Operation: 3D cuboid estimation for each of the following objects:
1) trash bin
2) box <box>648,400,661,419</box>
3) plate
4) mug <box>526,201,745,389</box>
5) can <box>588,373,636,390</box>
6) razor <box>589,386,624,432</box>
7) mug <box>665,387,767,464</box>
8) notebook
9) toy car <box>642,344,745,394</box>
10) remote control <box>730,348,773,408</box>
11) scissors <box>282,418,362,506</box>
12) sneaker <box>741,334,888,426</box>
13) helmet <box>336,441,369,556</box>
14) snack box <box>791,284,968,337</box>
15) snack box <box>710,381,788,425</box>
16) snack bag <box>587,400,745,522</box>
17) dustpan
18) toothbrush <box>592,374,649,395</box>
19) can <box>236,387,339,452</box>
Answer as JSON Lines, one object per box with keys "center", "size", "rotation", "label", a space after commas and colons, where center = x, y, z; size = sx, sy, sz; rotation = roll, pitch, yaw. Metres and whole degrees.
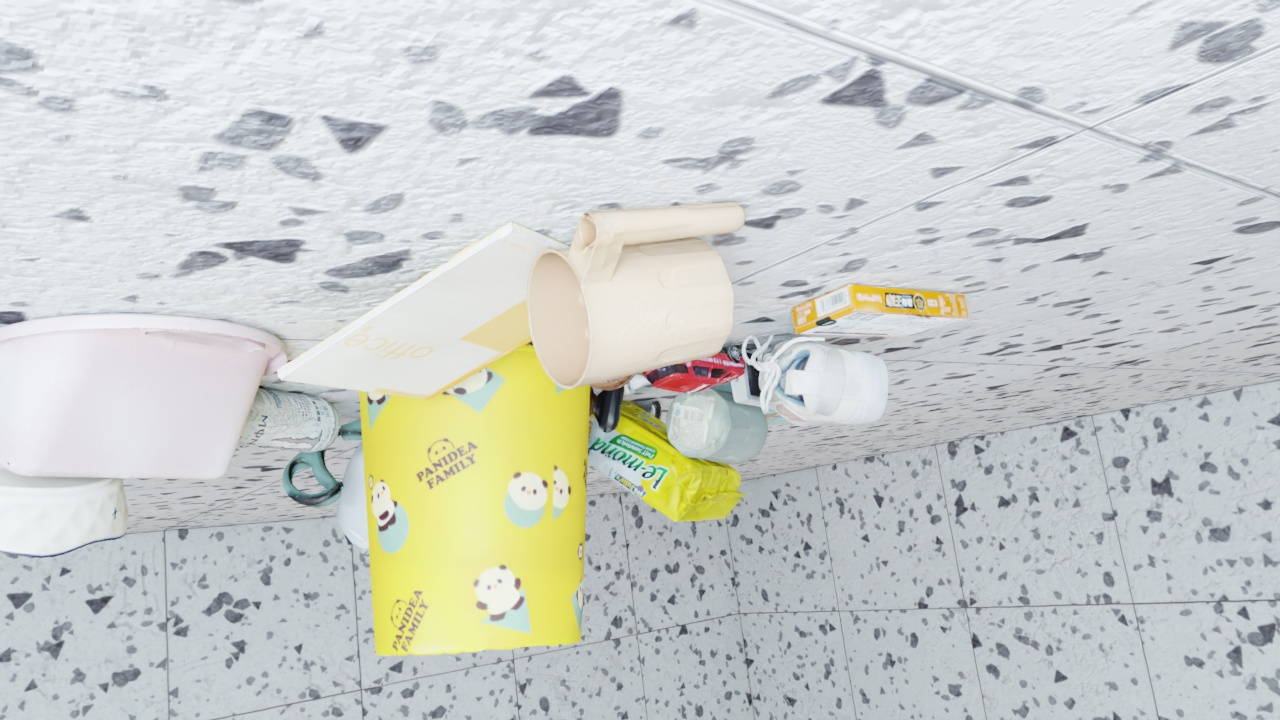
{"center": [-0.151, 0.135, 0.854], "size": [0.229, 0.255, 0.230], "rotation": [-3, 165, -1], "label": "trash bin"}
{"center": [-0.018, 0.093, 1.296], "size": [0.087, 0.076, 0.163], "rotation": [14, 171, -1], "label": "box"}
{"center": [-0.470, 0.082, 0.648], "size": [0.205, 0.045, 0.205], "rotation": [17, 180, 0], "label": "plate"}
{"center": [-0.001, -0.045, 0.553], "size": [0.103, 0.084, 0.125], "rotation": [-11, 145, -30], "label": "mug"}
{"center": [-0.036, -0.012, 0.736], "size": [0.058, 0.058, 0.116], "rotation": [-9, 168, 7], "label": "can"}
{"center": [-0.096, 0.051, 1.012], "size": [0.168, 0.062, 0.067], "rotation": [-1, 154, 21], "label": "razor"}
{"center": [0.092, 0.054, 1.027], "size": [0.084, 0.124, 0.103], "rotation": [22, -176, 30], "label": "mug"}
{"center": [-0.122, -0.024, 0.625], "size": [0.207, 0.010, 0.145], "rotation": [-27, 159, 24], "label": "notebook"}
{"center": [0.054, 0.008, 0.911], "size": [0.120, 0.045, 0.053], "rotation": [4, 158, -41], "label": "toy car"}
{"center": [0.139, 0.023, 1.023], "size": [0.021, 0.058, 0.149], "rotation": [-11, 169, 29], "label": "remote control"}
{"center": [-0.312, 0.099, 0.949], "size": [0.170, 0.019, 0.180], "rotation": [4, -147, 10], "label": "scissors"}
{"center": [0.141, 0.020, 0.870], "size": [0.090, 0.089, 0.242], "rotation": [5, -179, -10], "label": "sneaker"}
{"center": [-0.219, 0.127, 1.068], "size": [0.258, 0.146, 0.229], "rotation": [-2, -176, -6], "label": "helmet"}
{"center": [0.217, -0.042, 0.828], "size": [0.153, 0.026, 0.075], "rotation": [1, 167, -34], "label": "snack box"}
{"center": [0.155, 0.053, 1.200], "size": [0.074, 0.051, 0.174], "rotation": [-16, 165, 35], "label": "snack box"}
{"center": [0.003, 0.108, 1.093], "size": [0.246, 0.068, 0.158], "rotation": [30, -173, 27], "label": "snack bag"}
{"center": [-0.412, 0.003, 0.707], "size": [0.274, 0.139, 0.222], "rotation": [19, -177, 27], "label": "dustpan"}
{"center": [-0.035, 0.029, 1.026], "size": [0.221, 0.026, 0.026], "rotation": [-12, 134, 23], "label": "toothbrush"}
{"center": [-0.357, 0.056, 0.876], "size": [0.058, 0.058, 0.146], "rotation": [-11, 168, 19], "label": "can"}
